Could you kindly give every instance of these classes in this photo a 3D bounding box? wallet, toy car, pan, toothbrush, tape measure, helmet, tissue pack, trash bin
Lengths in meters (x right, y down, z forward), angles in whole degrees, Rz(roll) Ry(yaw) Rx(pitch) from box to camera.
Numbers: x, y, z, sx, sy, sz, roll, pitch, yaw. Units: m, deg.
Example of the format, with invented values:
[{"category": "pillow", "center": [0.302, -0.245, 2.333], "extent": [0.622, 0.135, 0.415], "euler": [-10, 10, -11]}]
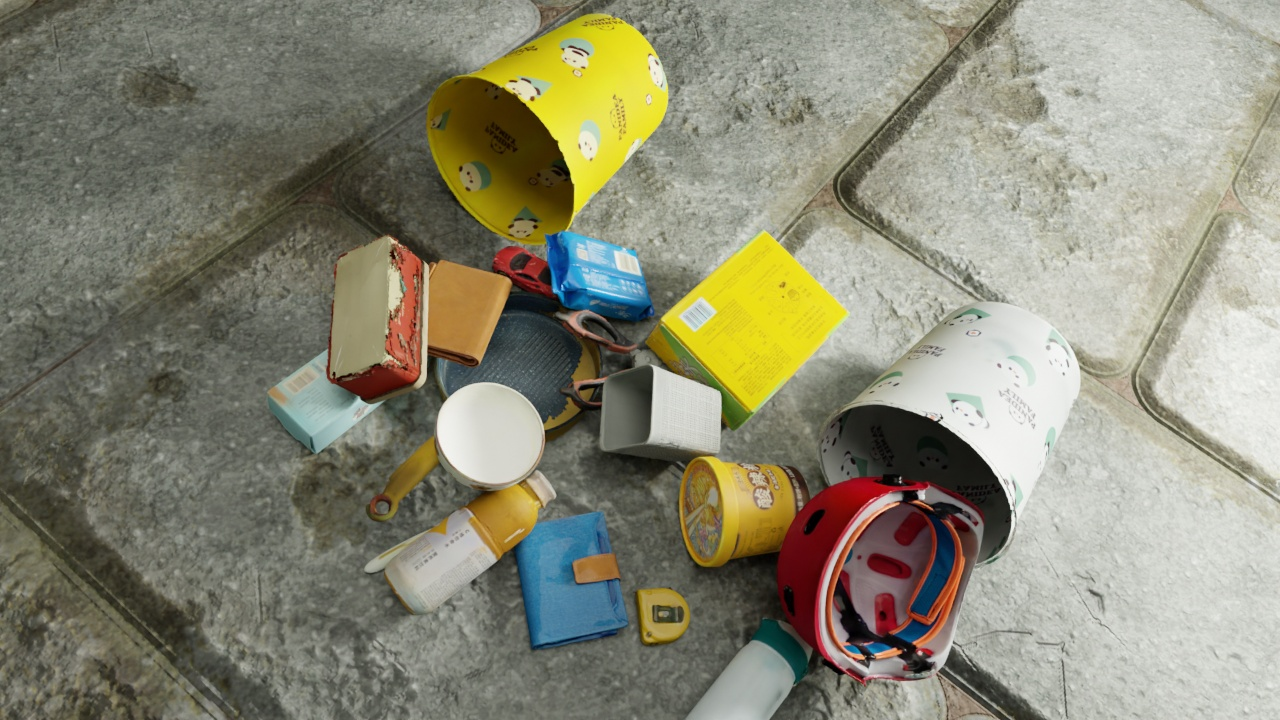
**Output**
[{"category": "wallet", "center": [-0.075, 0.232, 0.978], "extent": [0.106, 0.040, 0.133], "euler": [-9, 62, -11]}, {"category": "toy car", "center": [-0.139, -0.113, 1.174], "extent": [0.106, 0.031, 0.049], "euler": [29, 57, 9]}, {"category": "wallet", "center": [-0.219, -0.057, 1.070], "extent": [0.108, 0.031, 0.131], "euler": [14, 50, 0]}, {"category": "pan", "center": [-0.183, 0.054, 1.037], "extent": [0.198, 0.078, 0.356], "euler": [32, 59, 9]}, {"category": "toothbrush", "center": [-0.210, 0.178, 0.993], "extent": [0.191, 0.018, 0.016], "euler": [-27, 67, -24]}, {"category": "tape measure", "center": [0.024, 0.271, 0.978], "extent": [0.057, 0.029, 0.060], "euler": [-1, 60, -12]}, {"category": "helmet", "center": [0.221, 0.210, 0.940], "extent": [0.239, 0.144, 0.207], "euler": [16, 90, -34]}, {"category": "tissue pack", "center": [-0.054, -0.103, 1.148], "extent": [0.157, 0.052, 0.094], "euler": [11, 53, -38]}, {"category": "trash bin", "center": [0.369, 0.071, 1.060], "extent": [0.229, 0.230, 0.251], "euler": [40, 55, 13]}, {"category": "trash bin", "center": [-0.106, -0.315, 1.196], "extent": [0.229, 0.230, 0.254], "euler": [35, 54, 10]}]

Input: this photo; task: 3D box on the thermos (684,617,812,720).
[{"category": "thermos", "center": [0.092, 0.357, 0.920], "extent": [0.073, 0.073, 0.223], "euler": [40, 60, 13]}]

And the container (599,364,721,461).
[{"category": "container", "center": [0.027, 0.066, 1.040], "extent": [0.114, 0.090, 0.090], "euler": [17, 69, -37]}]

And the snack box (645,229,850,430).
[{"category": "snack box", "center": [0.133, -0.039, 1.129], "extent": [0.157, 0.070, 0.209], "euler": [45, 62, 5]}]

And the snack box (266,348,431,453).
[{"category": "snack box", "center": [-0.328, 0.021, 1.044], "extent": [0.074, 0.052, 0.174], "euler": [41, 61, 12]}]

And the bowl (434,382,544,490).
[{"category": "bowl", "center": [-0.163, 0.086, 0.956], "extent": [0.113, 0.062, 0.113], "euler": [12, 59, -21]}]

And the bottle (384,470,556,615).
[{"category": "bottle", "center": [-0.173, 0.184, 0.954], "extent": [0.189, 0.068, 0.068], "euler": [-36, 72, -17]}]

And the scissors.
[{"category": "scissors", "center": [-0.013, 0.000, 1.105], "extent": [0.226, 0.015, 0.188], "euler": [31, 51, -12]}]

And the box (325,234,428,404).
[{"category": "box", "center": [-0.287, -0.049, 0.994], "extent": [0.091, 0.080, 0.168], "euler": [-18, 59, 20]}]

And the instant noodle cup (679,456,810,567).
[{"category": "instant noodle cup", "center": [0.117, 0.165, 1.014], "extent": [0.114, 0.119, 0.118], "euler": [1, 59, -20]}]
